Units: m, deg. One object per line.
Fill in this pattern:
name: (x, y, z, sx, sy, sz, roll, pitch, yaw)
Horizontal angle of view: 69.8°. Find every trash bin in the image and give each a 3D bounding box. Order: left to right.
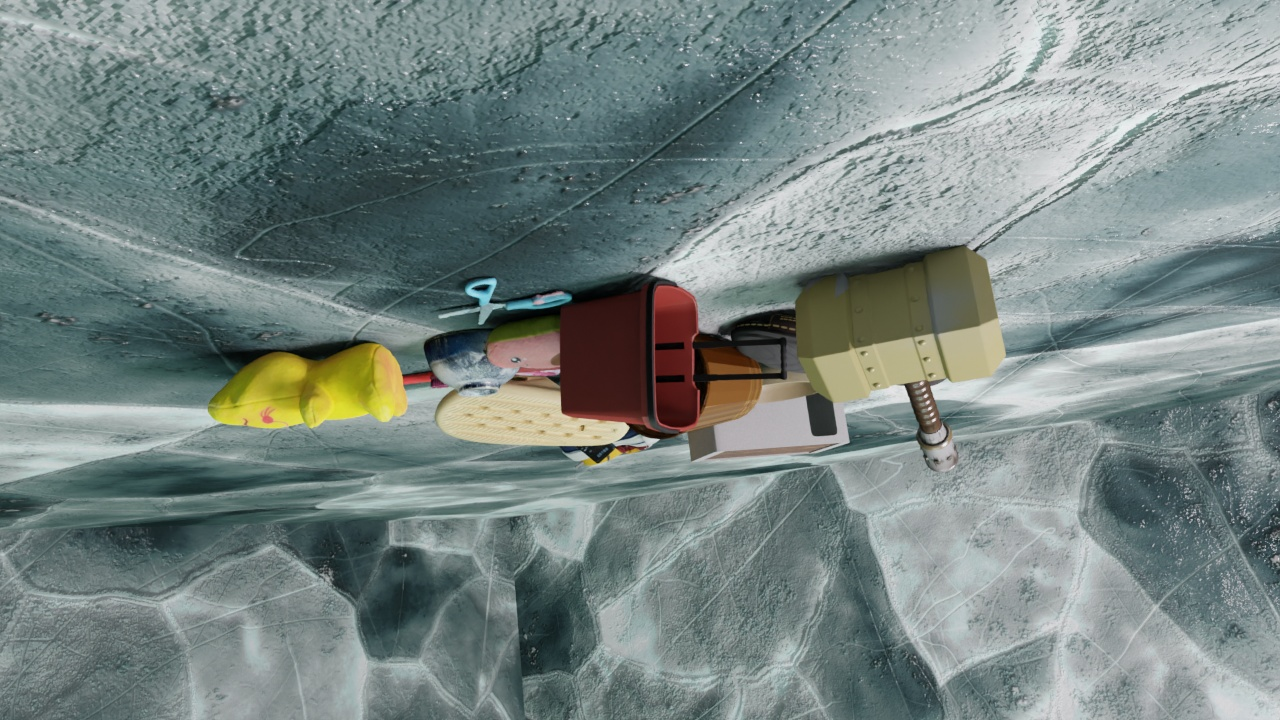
trash bin: (0.197, 0.089, 1.456, 0.228, 0.114, 0.115, -2, 167, -18)

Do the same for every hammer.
hammer: (0.306, 0.034, 1.010, 0.191, 0.100, 0.325, -11, 141, 21)

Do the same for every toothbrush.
toothbrush: (-0.169, 0.016, 1.123, 0.190, 0.016, 0.016, -7, 164, 12)

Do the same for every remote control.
remote control: (-0.102, 0.085, 1.299, 0.150, 0.022, 0.047, 40, 129, -9)

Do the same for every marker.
marker: (-0.322, 0.028, 1.164, 0.142, 0.012, 0.013, -7, 167, 4)

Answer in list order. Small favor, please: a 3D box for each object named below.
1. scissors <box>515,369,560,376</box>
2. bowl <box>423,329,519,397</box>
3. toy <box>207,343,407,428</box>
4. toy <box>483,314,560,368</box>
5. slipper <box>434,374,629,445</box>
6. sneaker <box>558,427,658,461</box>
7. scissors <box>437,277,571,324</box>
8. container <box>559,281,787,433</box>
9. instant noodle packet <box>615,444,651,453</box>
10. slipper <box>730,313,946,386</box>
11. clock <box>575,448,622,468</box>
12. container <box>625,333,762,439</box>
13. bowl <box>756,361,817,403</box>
scissors: (-0.167, 0.000, 1.128, 0.178, 0.016, 0.103, 6, 163, -32)
bowl: (-0.186, 0.008, 1.040, 0.114, 0.060, 0.114, -6, 166, -2)
toy: (-0.356, 0.029, 0.996, 0.194, 0.087, 0.134, -4, -175, 4)
toy: (-0.112, -0.018, 0.979, 0.110, 0.051, 0.090, -5, 166, -3)
slipper: (-0.140, 0.057, 1.229, 0.261, 0.079, 0.112, 7, 138, -15)
sneaker: (-0.054, 0.071, 1.354, 0.127, 0.120, 0.295, 42, 142, -26)
scissors: (-0.138, -0.057, 0.886, 0.135, 0.015, 0.133, -14, 165, 7)
container: (0.030, -0.002, 0.907, 0.201, 0.148, 0.127, -3, 175, 25)
instant noodle packet: (0.022, 0.095, 1.433, 0.135, 0.039, 0.099, -45, -178, -23)
slipper: (0.243, -0.024, 1.093, 0.268, 0.075, 0.113, 8, 158, 1)
clock: (-0.051, 0.121, 1.528, 0.114, 0.052, 0.151, -16, -160, 35)
container: (0.065, 0.026, 1.112, 0.132, 0.132, 0.167, -15, 171, 33)
bowl: (0.186, 0.023, 1.304, 0.152, 0.050, 0.152, -6, 167, -2)
